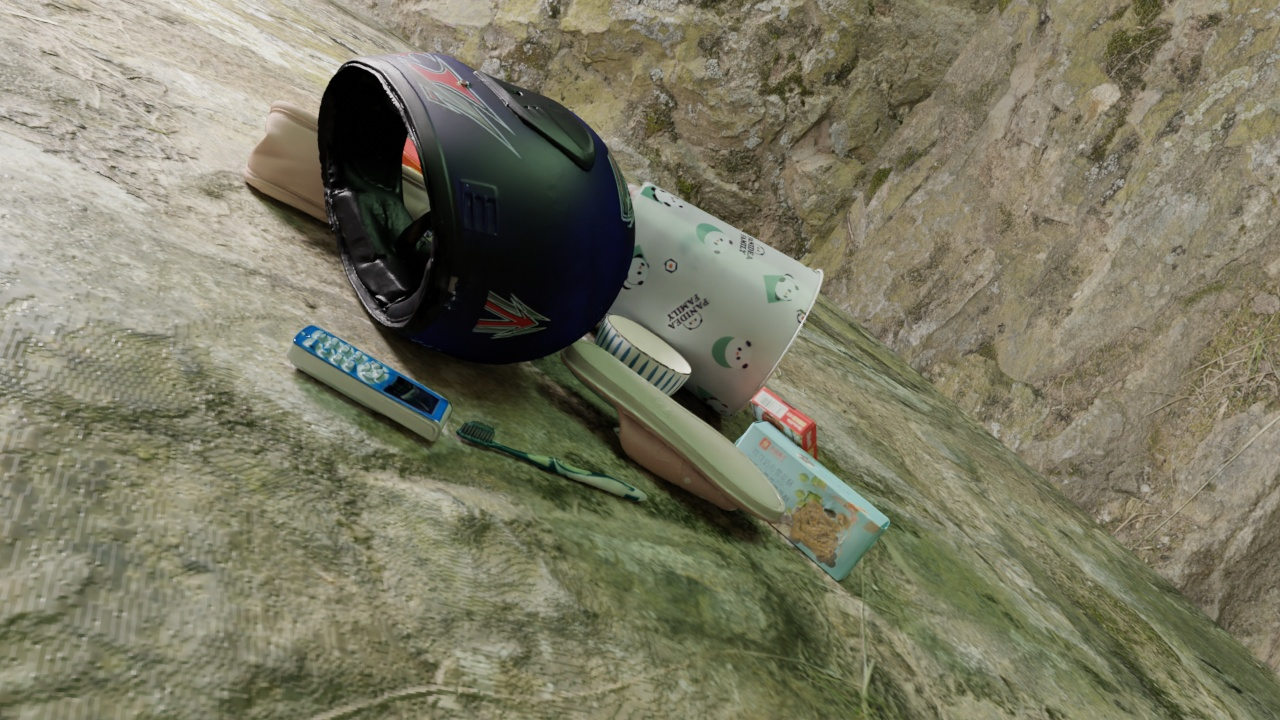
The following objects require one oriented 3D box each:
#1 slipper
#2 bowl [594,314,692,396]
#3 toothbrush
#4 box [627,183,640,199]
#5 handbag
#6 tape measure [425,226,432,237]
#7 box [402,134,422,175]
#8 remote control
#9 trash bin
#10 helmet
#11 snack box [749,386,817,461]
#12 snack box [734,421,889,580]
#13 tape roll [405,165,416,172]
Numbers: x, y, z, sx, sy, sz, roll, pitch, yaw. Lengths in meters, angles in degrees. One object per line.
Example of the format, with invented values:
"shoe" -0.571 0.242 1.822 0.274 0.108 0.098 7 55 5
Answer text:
"slipper" 0.026 0.078 0.913 0.274 0.054 0.114 38 15 4
"bowl" -0.006 0.006 1.048 0.116 0.066 0.116 32 14 -9
"toothbrush" -0.067 0.085 0.761 0.191 0.018 0.016 25 17 -32
"box" 0.025 -0.129 1.318 0.185 0.183 0.154 40 16 22
"handbag" -0.331 -0.206 1.029 0.193 0.093 0.234 28 5 -23
"tape measure" -0.262 -0.190 1.118 0.033 0.066 0.065 23 18 -41
"box" -0.273 -0.272 1.281 0.201 0.101 0.095 38 -29 15
"remote control" -0.199 0.017 0.679 0.125 0.024 0.049 30 15 -10
"trash bin" 0.065 -0.084 1.171 0.252 0.230 0.229 32 15 -4
"helmet" -0.139 -0.144 0.856 0.239 0.248 0.315 -4 48 -40
"snack box" 0.167 0.095 1.059 0.075 0.025 0.153 38 -18 29
"snack box" 0.169 0.145 0.969 0.175 0.074 0.051 39 17 20
"tape roll" -0.320 -0.247 1.143 0.086 0.014 0.085 26 7 -4
